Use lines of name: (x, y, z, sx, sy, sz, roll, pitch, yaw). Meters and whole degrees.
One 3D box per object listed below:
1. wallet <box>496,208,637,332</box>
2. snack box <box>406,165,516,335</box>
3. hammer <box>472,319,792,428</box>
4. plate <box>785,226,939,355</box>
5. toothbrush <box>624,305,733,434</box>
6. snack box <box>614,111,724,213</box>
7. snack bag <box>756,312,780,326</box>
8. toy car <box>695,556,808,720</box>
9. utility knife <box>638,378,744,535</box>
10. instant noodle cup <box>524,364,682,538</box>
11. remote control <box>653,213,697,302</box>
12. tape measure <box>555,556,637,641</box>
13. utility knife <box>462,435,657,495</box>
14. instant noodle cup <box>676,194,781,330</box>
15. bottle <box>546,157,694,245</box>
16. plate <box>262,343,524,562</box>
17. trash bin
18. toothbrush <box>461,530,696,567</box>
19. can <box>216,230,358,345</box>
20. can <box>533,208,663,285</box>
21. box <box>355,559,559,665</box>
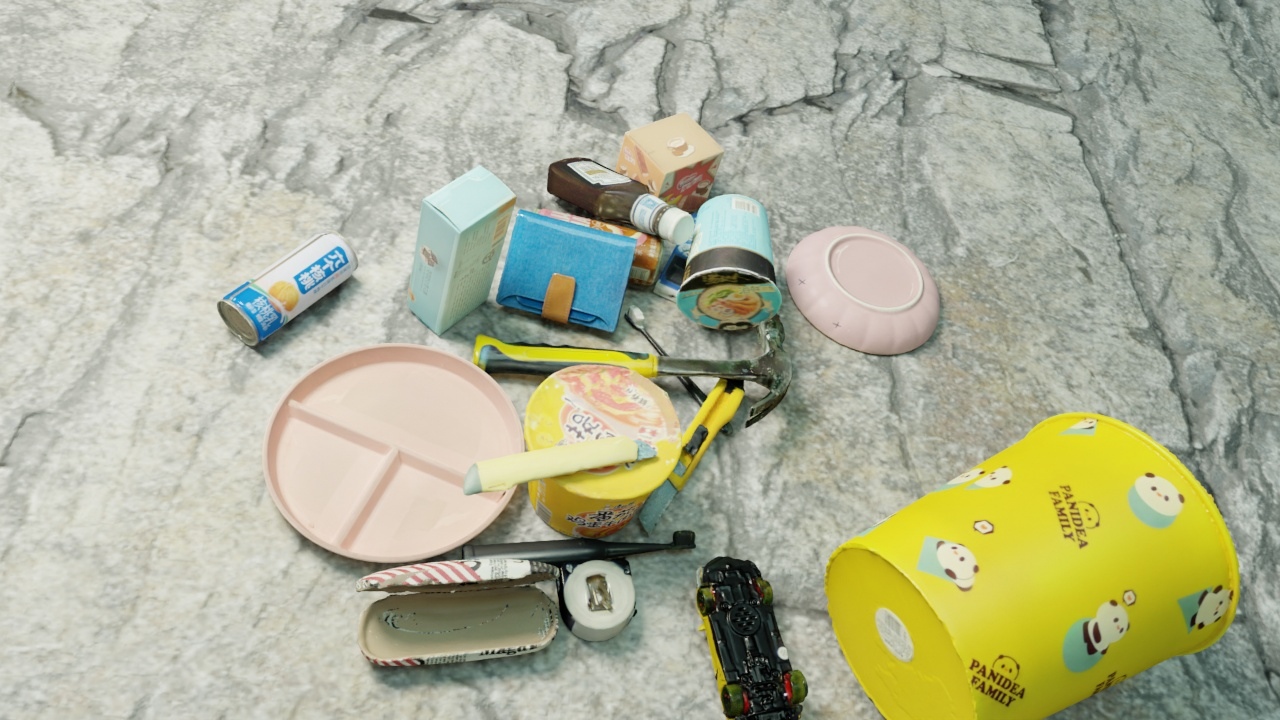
wallet: (-0.078, -0.093, 0.970, 0.133, 0.040, 0.106, 14, 94, -2)
snack box: (-0.178, -0.104, 0.893, 0.051, 0.175, 0.074, 42, 54, 9)
hammer: (-0.005, 0.005, 0.928, 0.323, 0.032, 0.126, 3, 49, -5)
plate: (0.270, -0.094, 1.088, 0.192, 0.039, 0.192, 7, 53, -9)
toothbrush: (0.040, 0.009, 0.968, 0.015, 0.018, 0.181, -23, 64, -36)
snack box: (0.031, -0.224, 1.086, 0.092, 0.095, 0.077, -27, 65, -30)
snack bag: (0.123, -0.083, 1.049, 0.045, 0.026, 0.105, -7, 58, -22)
toy car: (0.091, 0.244, 0.790, 0.071, 0.041, 0.155, -5, 57, -18)
utility knife: (0.053, 0.087, 0.904, 0.033, 0.015, 0.208, 30, 56, 9)
instant noodle cup: (-0.041, 0.089, 0.827, 0.138, 0.110, 0.137, 7, 53, -9)
remote control: (0.060, -0.116, 1.059, 0.049, 0.024, 0.124, 25, 56, 4)
tape measure: (-0.037, 0.206, 0.791, 0.065, 0.034, 0.066, -5, 55, -16)
utility knife: (-0.064, 0.082, 0.745, 0.167, 0.018, 0.031, -11, 63, -19)
instant noodle cup: (0.097, -0.111, 1.000, 0.111, 0.111, 0.120, 10, 58, -7)
bottle: (-0.021, -0.179, 1.028, 0.079, 0.044, 0.195, -19, 39, -40)
plate: (-0.222, 0.082, 0.838, 0.229, 0.028, 0.229, 6, 53, -9)
trash bin: (0.315, 0.193, 0.783, 0.254, 0.230, 0.229, -19, 61, -20)
toothbrush: (-0.051, 0.169, 0.818, 0.212, 0.026, 0.027, -2, 100, -16)
can: (-0.344, -0.074, 0.904, 0.053, 0.053, 0.134, 35, 54, 12)
can: (-0.051, -0.125, 1.016, 0.147, 0.058, 0.057, 13, 52, -6)
box: (-0.146, 0.207, 0.746, 0.162, 0.076, 0.088, -2, 77, -17)
